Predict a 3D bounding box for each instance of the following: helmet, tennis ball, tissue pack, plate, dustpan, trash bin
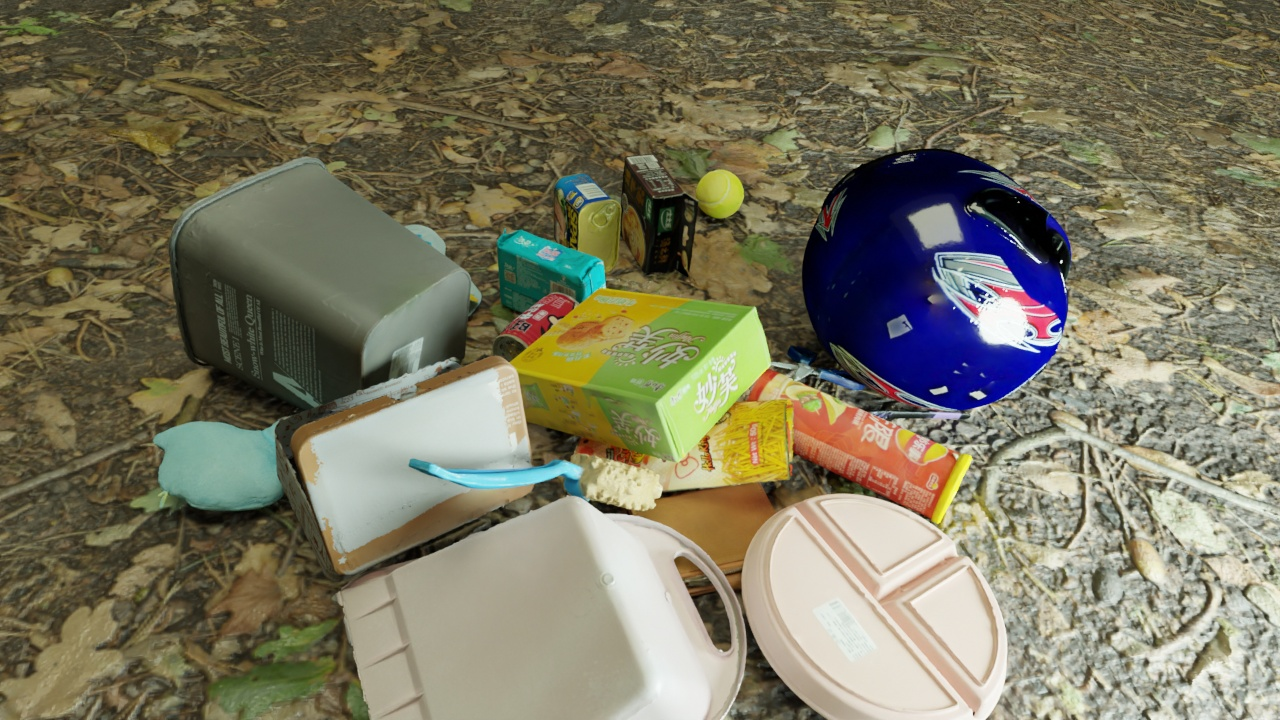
[{"bbox_3d":[0.324,-0.065,0.964,0.315,0.248,0.239,17,49,-24],"label":"helmet"},{"bbox_3d":[0.108,-0.227,1.254,0.065,0.066,0.065,4,40,-3],"label":"tennis ball"},{"bbox_3d":[-0.104,-0.089,1.040,0.133,0.093,0.050,23,47,18],"label":"tissue pack"},{"bbox_3d":[0.197,0.200,0.757,0.229,0.028,0.229,9,44,-9],"label":"plate"},{"bbox_3d":[-0.062,0.228,0.699,0.273,0.139,0.222,-28,56,5],"label":"dustpan"},{"bbox_3d":[-0.303,-0.052,0.903,0.220,0.199,0.198,30,43,17],"label":"trash bin"}]

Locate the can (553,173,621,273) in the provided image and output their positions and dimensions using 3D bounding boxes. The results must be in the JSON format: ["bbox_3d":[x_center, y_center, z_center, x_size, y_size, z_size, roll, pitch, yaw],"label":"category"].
[{"bbox_3d":[-0.069,-0.169,1.136,0.057,0.102,0.083,-15,42,-24],"label":"can"}]

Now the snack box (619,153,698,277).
[{"bbox_3d":[0.019,-0.179,1.147,0.053,0.113,0.125,-10,42,-17],"label":"snack box"}]

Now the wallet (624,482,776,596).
[{"bbox_3d":[0.064,0.158,0.814,0.131,0.031,0.107,-9,41,-17],"label":"wallet"}]

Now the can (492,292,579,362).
[{"bbox_3d":[-0.106,-0.024,0.981,0.066,0.067,0.093,25,44,22],"label":"can"}]

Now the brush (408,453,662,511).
[{"bbox_3d":[-0.076,0.094,0.729,0.083,0.046,0.254,8,-3,39],"label":"brush"}]

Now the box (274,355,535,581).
[{"bbox_3d":[-0.194,0.071,0.746,0.182,0.188,0.155,-22,63,-30],"label":"box"}]

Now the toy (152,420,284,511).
[{"bbox_3d":[-0.352,0.093,0.825,0.161,0.050,0.155,29,36,14],"label":"toy"}]

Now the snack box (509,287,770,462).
[{"bbox_3d":[-0.005,0.005,0.884,0.210,0.070,0.157,10,42,42],"label":"snack box"}]

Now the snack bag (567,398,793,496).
[{"bbox_3d":[0.040,0.078,0.868,0.208,0.073,0.128,-3,39,15],"label":"snack bag"}]

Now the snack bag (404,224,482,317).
[{"bbox_3d":[-0.268,-0.104,1.082,0.110,0.039,0.191,-26,47,-18],"label":"snack bag"}]

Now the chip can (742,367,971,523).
[{"bbox_3d":[0.204,0.080,0.894,0.217,0.073,0.073,24,43,22],"label":"chip can"}]

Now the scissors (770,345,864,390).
[{"bbox_3d":[0.175,0.005,0.973,0.165,0.012,0.156,17,16,-25],"label":"scissors"}]

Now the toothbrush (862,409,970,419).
[{"bbox_3d":[0.260,0.059,0.972,0.189,0.014,0.016,2,47,-6],"label":"toothbrush"}]
